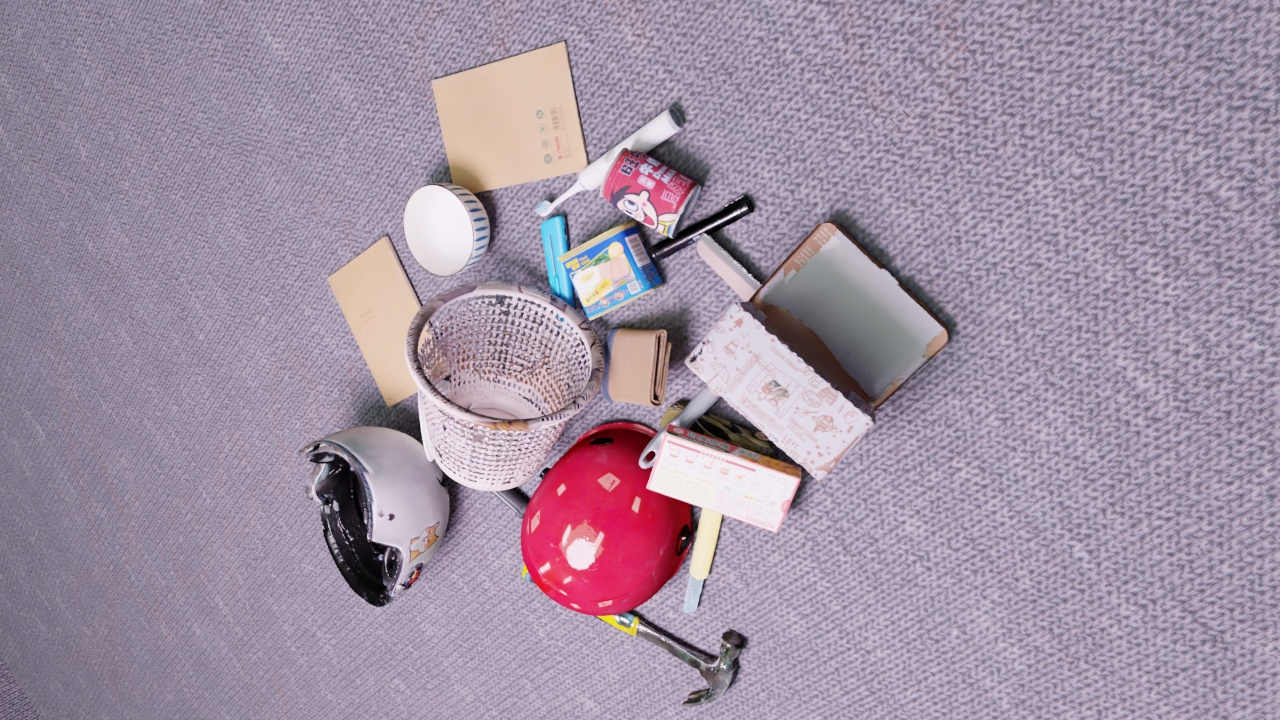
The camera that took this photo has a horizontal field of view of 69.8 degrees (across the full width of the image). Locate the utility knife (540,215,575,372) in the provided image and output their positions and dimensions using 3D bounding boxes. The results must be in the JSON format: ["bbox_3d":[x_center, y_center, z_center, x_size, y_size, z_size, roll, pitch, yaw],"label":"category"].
[{"bbox_3d":[-0.096,-0.077,1.136,0.034,0.018,0.204,2,107,30],"label":"utility knife"}]

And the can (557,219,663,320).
[{"bbox_3d":[-0.034,-0.104,1.067,0.102,0.057,0.083,-22,95,34],"label":"can"}]

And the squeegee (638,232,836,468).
[{"bbox_3d":[0.084,0.030,1.031,0.247,0.040,0.250,44,105,8],"label":"squeegee"}]

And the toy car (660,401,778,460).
[{"bbox_3d":[0.088,0.101,1.066,0.158,0.042,0.070,22,115,27],"label":"toy car"}]

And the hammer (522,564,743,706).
[{"bbox_3d":[-0.022,0.347,1.213,0.323,0.031,0.126,23,114,24],"label":"hammer"}]

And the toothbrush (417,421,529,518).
[{"bbox_3d":[-0.234,0.147,1.282,0.213,0.026,0.027,36,108,17],"label":"toothbrush"}]

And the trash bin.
[{"bbox_3d":[-0.173,0.047,1.112,0.227,0.226,0.193,37,139,16],"label":"trash bin"}]

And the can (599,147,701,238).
[{"bbox_3d":[0.010,-0.183,0.998,0.094,0.066,0.067,30,119,6],"label":"can"}]

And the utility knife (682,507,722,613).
[{"bbox_3d":[0.076,0.227,1.123,0.031,0.021,0.207,21,108,28],"label":"utility knife"}]

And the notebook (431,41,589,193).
[{"bbox_3d":[-0.161,-0.288,1.115,0.208,0.008,0.148,-4,102,32],"label":"notebook"}]

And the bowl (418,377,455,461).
[{"bbox_3d":[-0.260,0.074,1.243,0.064,0.118,0.118,-6,105,-6],"label":"bowl"}]

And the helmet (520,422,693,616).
[{"bbox_3d":[-0.048,0.203,1.105,0.207,0.143,0.240,24,109,11],"label":"helmet"}]

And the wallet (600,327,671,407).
[{"bbox_3d":[-0.006,0.006,1.058,0.115,0.033,0.090,3,87,61],"label":"wallet"}]

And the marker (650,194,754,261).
[{"bbox_3d":[0.066,-0.145,1.015,0.132,0.020,0.022,-24,78,34],"label":"marker"}]

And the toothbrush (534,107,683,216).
[{"bbox_3d":[-0.042,-0.221,1.053,0.222,0.026,0.026,-27,48,34],"label":"toothbrush"}]

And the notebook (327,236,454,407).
[{"bbox_3d":[-0.359,-0.050,1.307,0.150,0.012,0.211,-25,91,35],"label":"notebook"}]

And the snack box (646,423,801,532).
[{"bbox_3d":[0.092,0.131,1.019,0.156,0.027,0.077,19,115,2],"label":"snack box"}]

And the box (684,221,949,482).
[{"bbox_3d":[0.182,-0.017,0.898,0.183,0.156,0.194,42,104,7],"label":"box"}]

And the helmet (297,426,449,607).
[{"bbox_3d":[-0.356,0.203,1.295,0.230,0.156,0.275,37,140,31],"label":"helmet"}]

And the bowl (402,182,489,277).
[{"bbox_3d":[-0.236,-0.169,1.162,0.117,0.066,0.116,10,111,28],"label":"bowl"}]
